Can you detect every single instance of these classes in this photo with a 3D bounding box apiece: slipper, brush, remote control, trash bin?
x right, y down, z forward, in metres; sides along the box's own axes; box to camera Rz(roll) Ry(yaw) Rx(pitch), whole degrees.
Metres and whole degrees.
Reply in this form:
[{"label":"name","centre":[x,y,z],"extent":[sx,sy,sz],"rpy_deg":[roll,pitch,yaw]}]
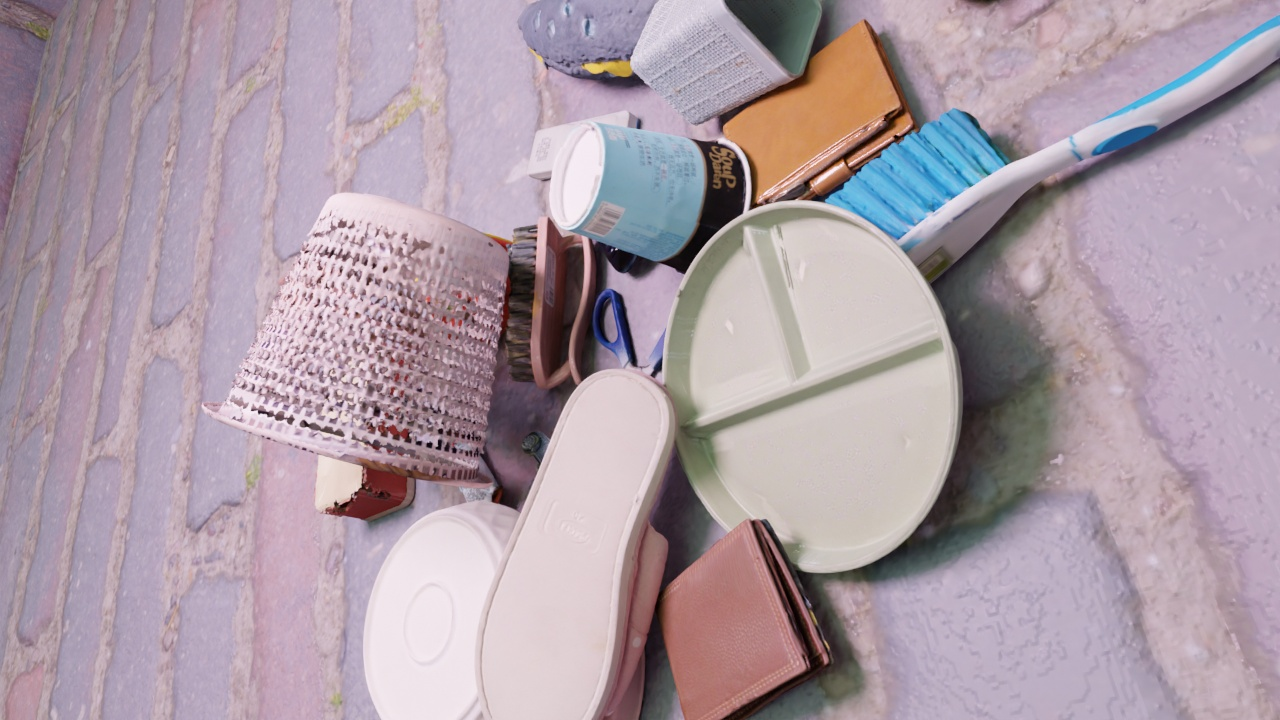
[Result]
[{"label":"slipper","centre":[-0.039,0.139,0.642],"extent":[0.114,0.054,0.274],"rpy_deg":[13,84,19]},{"label":"brush","centre":[-0.076,-0.046,0.786],"extent":[0.073,0.063,0.145],"rpy_deg":[-2,71,11]},{"label":"remote control","centre":[-0.025,-0.129,0.787],"extent":[0.053,0.024,0.136],"rpy_deg":[-58,45,36]},{"label":"brush","centre":[0.220,-0.117,0.545],"extent":[0.315,0.060,0.109],"rpy_deg":[-42,52,18]},{"label":"remote control","centre":[-0.056,-0.198,0.847],"extent":[0.125,0.024,0.049],"rpy_deg":[0,74,43]},{"label":"trash bin","centre":[-0.202,-0.019,0.731],"extent":[0.228,0.227,0.192],"rpy_deg":[11,83,44]}]

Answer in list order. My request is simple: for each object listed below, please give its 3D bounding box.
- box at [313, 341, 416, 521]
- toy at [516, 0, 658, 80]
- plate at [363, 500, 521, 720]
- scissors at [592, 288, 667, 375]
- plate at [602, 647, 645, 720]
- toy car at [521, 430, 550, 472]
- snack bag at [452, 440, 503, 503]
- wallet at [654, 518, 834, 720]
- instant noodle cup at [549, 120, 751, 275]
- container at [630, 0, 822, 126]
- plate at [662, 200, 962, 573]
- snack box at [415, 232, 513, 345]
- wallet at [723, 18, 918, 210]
[{"label":"box","centre":[-0.282,0.069,0.918],"extent":[0.092,0.076,0.168],"rpy_deg":[-24,59,34]},{"label":"toy","centre":[-0.015,-0.312,0.816],"extent":[0.357,0.091,0.137],"rpy_deg":[2,48,42]},{"label":"plate","centre":[-0.153,0.209,0.729],"extent":[0.205,0.045,0.204],"rpy_deg":[-18,62,38]},{"label":"scissors","centre":[-0.001,0.002,0.729],"extent":[0.176,0.012,0.162],"rpy_deg":[-52,48,17]},{"label":"plate","centre":[-0.091,0.239,0.712],"extent":[0.230,0.028,0.229],"rpy_deg":[-18,63,38]},{"label":"toy car","centre":[-0.062,0.089,0.733],"extent":[0.034,0.043,0.090],"rpy_deg":[-39,49,-10]},{"label":"snack bag","centre":[-0.148,0.102,0.817],"extent":[0.104,0.026,0.048],"rpy_deg":[46,114,42]},{"label":"wallet","centre":[0.057,0.172,0.587],"extent":[0.125,0.032,0.101],"rpy_deg":[-48,47,36]},{"label":"instant noodle cup","centre":[0.001,-0.125,0.680],"extent":[0.111,0.120,0.111],"rpy_deg":[-22,63,55]},{"label":"container","centre":[0.060,-0.247,0.696],"extent":[0.112,0.090,0.090],"rpy_deg":[-16,46,48]},{"label":"plate","centre":[0.099,0.016,0.572],"extent":[0.231,0.027,0.230],"rpy_deg":[10,103,49]},{"label":"snack box","centre":[-0.151,-0.064,0.851],"extent":[0.091,0.082,0.080],"rpy_deg":[-39,65,26]},{"label":"wallet","centre":[0.125,-0.169,0.664],"extent":[0.132,0.031,0.107],"rpy_deg":[-33,53,31]}]
